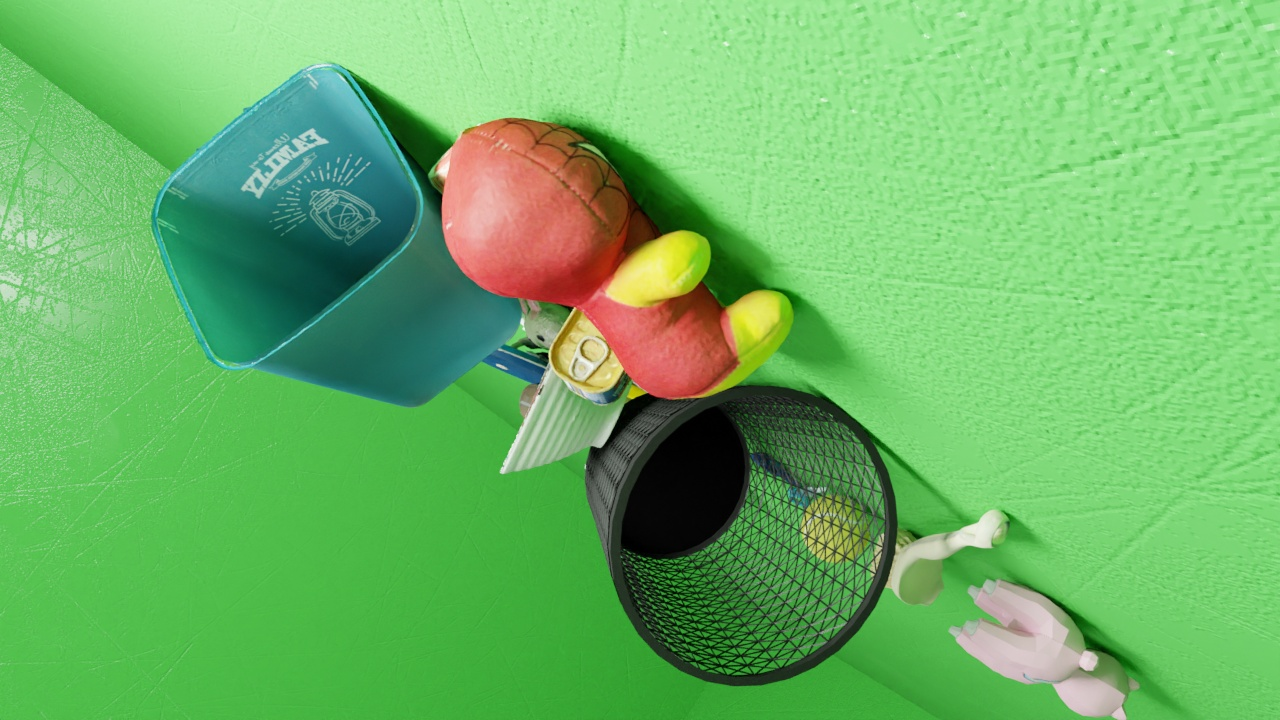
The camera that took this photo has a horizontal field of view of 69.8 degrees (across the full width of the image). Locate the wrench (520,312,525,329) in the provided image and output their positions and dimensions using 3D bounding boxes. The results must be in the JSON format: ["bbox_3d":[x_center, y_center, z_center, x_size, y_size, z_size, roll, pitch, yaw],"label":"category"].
[{"bbox_3d":[-0.153,-0.082,1.007,0.047,0.009,0.273,32,168,13],"label":"wrench"}]

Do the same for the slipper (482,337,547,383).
[{"bbox_3d":[-0.075,0.015,1.068,0.118,0.060,0.294,16,171,44],"label":"slipper"}]

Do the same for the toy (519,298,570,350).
[{"bbox_3d":[-0.086,-0.033,0.932,0.112,0.050,0.087,44,166,-19],"label":"toy"}]

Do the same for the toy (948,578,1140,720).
[{"bbox_3d":[0.352,0.252,0.788,0.157,0.067,0.123,28,166,13],"label":"toy"}]

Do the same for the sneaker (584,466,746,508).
[{"bbox_3d":[0.021,0.164,1.248,0.244,0.111,0.092,27,166,34],"label":"sneaker"}]

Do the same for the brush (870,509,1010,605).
[{"bbox_3d":[0.245,0.157,0.757,0.077,0.062,0.272,28,163,12],"label":"brush"}]

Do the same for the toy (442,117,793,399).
[{"bbox_3d":[-0.023,-0.057,0.541,0.216,0.098,0.148,34,160,-19],"label":"toy"}]

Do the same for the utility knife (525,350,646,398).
[{"bbox_3d":[-0.038,0.019,0.945,0.174,0.020,0.029,20,-176,-17],"label":"utility knife"}]

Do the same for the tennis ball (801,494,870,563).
[{"bbox_3d":[0.188,0.162,0.886,0.065,0.065,0.065,34,169,7],"label":"tennis ball"}]

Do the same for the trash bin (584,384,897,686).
[{"bbox_3d":[0.055,0.117,0.770,0.217,0.217,0.243,38,175,-14],"label":"trash bin"}]

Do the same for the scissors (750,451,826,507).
[{"bbox_3d":[0.167,0.135,0.965,0.133,0.014,0.127,37,168,-5],"label":"scissors"}]

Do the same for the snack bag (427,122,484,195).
[{"bbox_3d":[-0.101,-0.121,0.638,0.077,0.036,0.116,40,168,-19],"label":"snack bag"}]

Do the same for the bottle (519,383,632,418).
[{"bbox_3d":[-0.055,0.047,0.970,0.056,0.056,0.161,25,-167,40],"label":"bottle"}]

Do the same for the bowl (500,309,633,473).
[{"bbox_3d":[-0.050,0.026,0.773,0.071,0.177,0.177,24,170,-6],"label":"bowl"}]

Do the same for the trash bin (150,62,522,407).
[{"bbox_3d":[-0.225,-0.076,0.750,0.199,0.196,0.218,56,-174,25],"label":"trash bin"}]

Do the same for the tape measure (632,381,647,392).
[{"bbox_3d":[-0.006,0.005,0.913,0.062,0.020,0.060,34,169,6],"label":"tape measure"}]

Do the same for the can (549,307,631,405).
[{"bbox_3d":[-0.021,-0.019,0.662,0.054,0.099,0.059,30,169,9],"label":"can"}]
